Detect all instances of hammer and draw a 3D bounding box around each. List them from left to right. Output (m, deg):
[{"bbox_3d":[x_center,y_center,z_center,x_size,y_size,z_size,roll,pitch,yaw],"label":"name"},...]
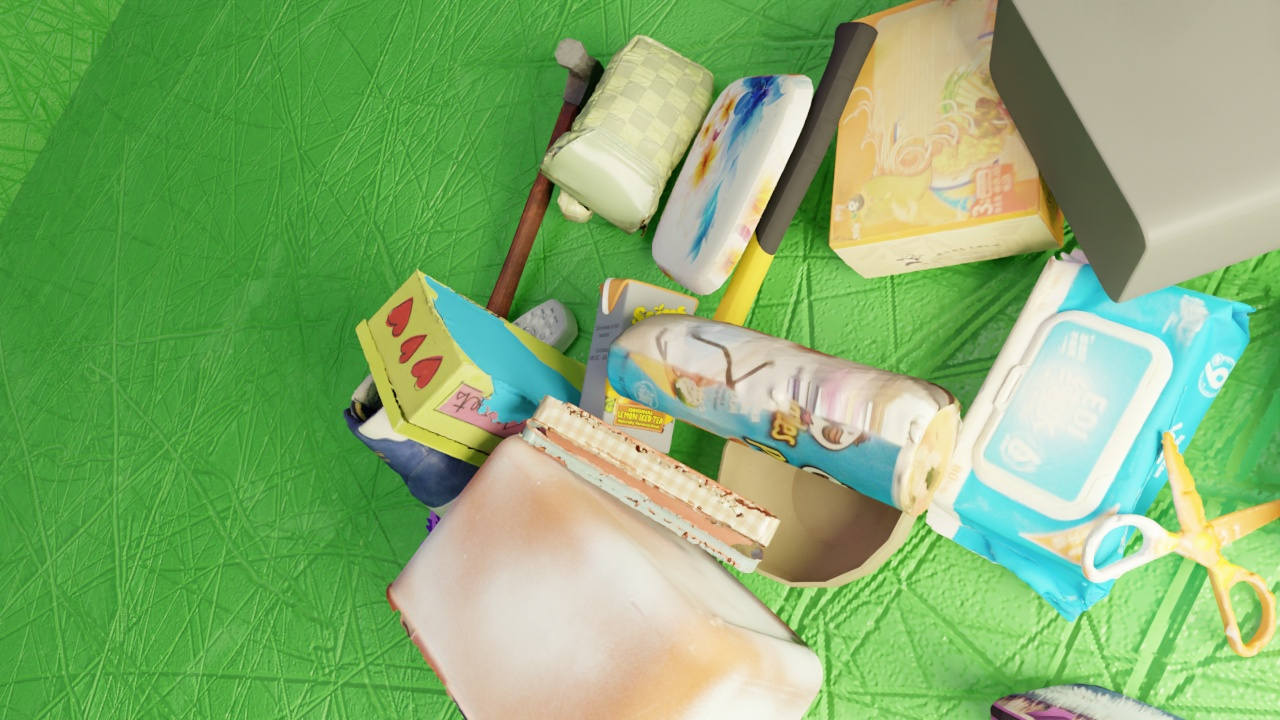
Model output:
[{"bbox_3d":[-0.102,-0.155,0.912,0.028,0.111,0.301,22,95,13],"label":"hammer"},{"bbox_3d":[0.098,-0.098,0.697,0.324,0.029,0.127,-66,28,11],"label":"hammer"}]

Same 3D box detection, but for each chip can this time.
[{"bbox_3d":[0.085,0.023,0.598,0.230,0.079,0.079,20,83,35],"label":"chip can"}]

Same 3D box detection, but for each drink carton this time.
[{"bbox_3d":[-0.004,0.004,0.712,0.049,0.076,0.124,0,78,61],"label":"drink carton"}]

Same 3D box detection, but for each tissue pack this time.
[{"bbox_3d":[0.263,0.040,0.556,0.117,0.066,0.209,29,91,42],"label":"tissue pack"}]

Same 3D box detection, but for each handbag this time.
[{"bbox_3d":[-0.013,-0.205,0.858,0.186,0.113,0.117,-60,15,-18],"label":"handbag"},{"bbox_3d":[0.229,0.196,0.440,0.145,0.170,0.068,15,80,41],"label":"handbag"}]

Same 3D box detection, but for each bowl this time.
[{"bbox_3d":[0.130,0.085,0.641,0.153,0.050,0.152,-18,60,35],"label":"bowl"}]

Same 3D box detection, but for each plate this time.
[{"bbox_3d":[0.065,-0.151,0.755,0.187,0.016,0.187,-65,21,8],"label":"plate"}]

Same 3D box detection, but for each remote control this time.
[{"bbox_3d":[-0.110,-0.012,0.886,0.114,0.028,0.060,-36,52,20],"label":"remote control"}]

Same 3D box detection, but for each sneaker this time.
[{"bbox_3d":[-0.211,0.049,0.821,0.091,0.118,0.233,-41,25,-3],"label":"sneaker"}]

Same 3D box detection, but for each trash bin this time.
[{"bbox_3d":[-0.023,0.186,0.634,0.157,0.181,0.260,-54,48,3],"label":"trash bin"},{"bbox_3d":[0.340,-0.160,0.508,0.220,0.097,0.191,-20,67,9],"label":"trash bin"}]

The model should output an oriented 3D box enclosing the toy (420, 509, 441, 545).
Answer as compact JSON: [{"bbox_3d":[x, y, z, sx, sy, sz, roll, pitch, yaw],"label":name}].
[{"bbox_3d":[-0.169,0.152,0.841,0.106,0.056,0.088,-38,51,20],"label":"toy"}]

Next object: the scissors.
[{"bbox_3d":[0.298,0.100,0.494,0.129,0.011,0.125,-14,85,-3],"label":"scissors"}]

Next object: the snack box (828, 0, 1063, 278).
[{"bbox_3d":[0.225,-0.165,0.663,0.145,0.080,0.195,-6,67,38],"label":"snack box"}]

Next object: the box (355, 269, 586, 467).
[{"bbox_3d":[-0.113,0.028,0.745,0.082,0.220,0.124,-45,52,13],"label":"box"}]

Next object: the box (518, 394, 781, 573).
[{"bbox_3d":[0.008,0.075,0.622,0.187,0.060,0.058,28,132,7],"label":"box"}]
